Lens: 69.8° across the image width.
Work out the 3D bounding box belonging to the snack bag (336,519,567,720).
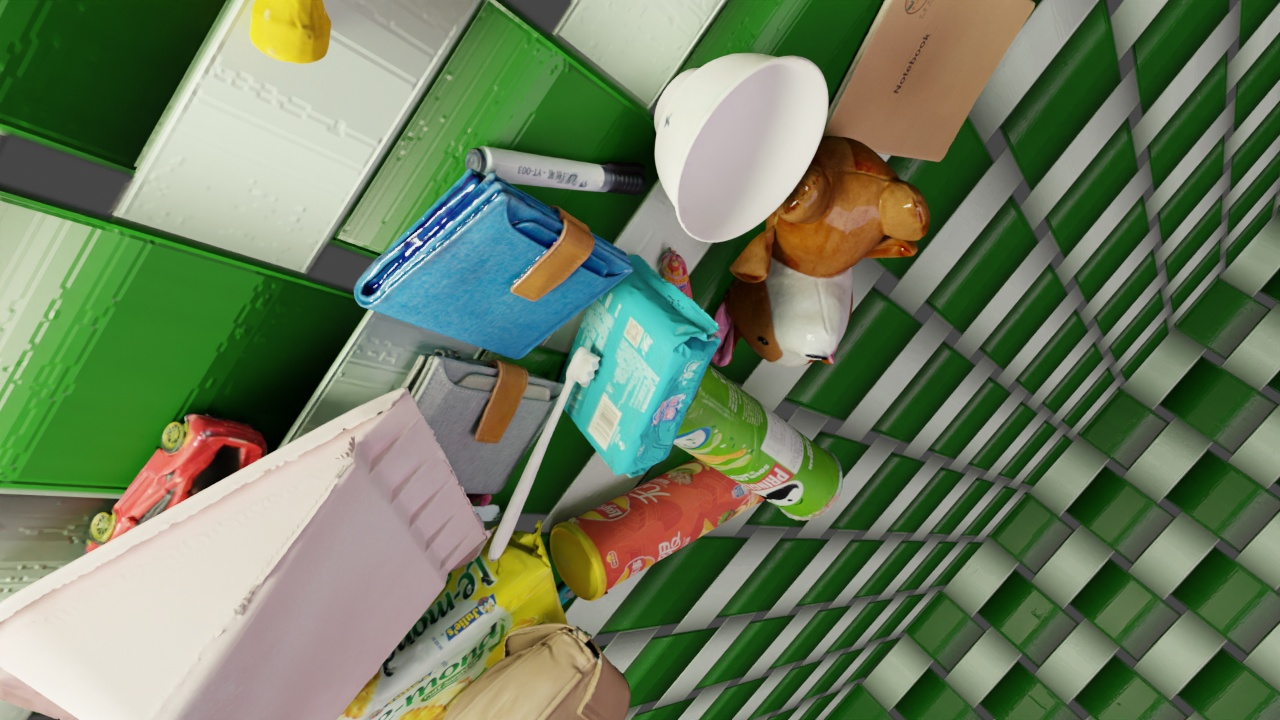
[{"bbox_3d":[-0.165,0.231,0.711,0.246,0.068,0.158,-36,153,-19],"label":"snack bag"}]

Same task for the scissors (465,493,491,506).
[{"bbox_3d":[-0.165,0.123,0.644,0.133,0.017,0.134,-31,150,-17],"label":"scissors"}]

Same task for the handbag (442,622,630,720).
[{"bbox_3d":[-0.084,0.280,0.719,0.147,0.100,0.205,-45,155,-16],"label":"handbag"}]

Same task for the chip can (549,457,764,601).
[{"bbox_3d":[0.023,0.141,0.838,0.216,0.073,0.073,-21,141,-36],"label":"chip can"}]

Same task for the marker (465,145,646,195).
[{"bbox_3d":[-0.043,-0.107,0.518,0.130,0.018,0.023,-5,115,-49],"label":"marker"}]

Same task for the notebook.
[{"bbox_3d":[0.225,-0.227,0.715,0.207,0.008,0.148,-8,132,-47],"label":"notebook"}]

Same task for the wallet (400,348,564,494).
[{"bbox_3d":[-0.111,0.045,0.594,0.107,0.037,0.129,-54,150,13],"label":"wallet"}]

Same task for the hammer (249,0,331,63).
[{"bbox_3d":[-0.026,-0.199,0.416,0.299,0.033,0.129,-15,139,-41],"label":"hammer"}]

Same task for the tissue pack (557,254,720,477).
[{"bbox_3d":[-0.004,0.004,0.622,0.050,0.093,0.134,-9,134,-40],"label":"tissue pack"}]

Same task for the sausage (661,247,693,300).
[{"bbox_3d":[0.033,-0.033,0.696,0.020,0.020,0.156,-38,148,-13],"label":"sausage"}]

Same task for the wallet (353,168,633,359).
[{"bbox_3d":[-0.076,-0.047,0.514,0.106,0.040,0.133,-36,154,18],"label":"wallet"}]

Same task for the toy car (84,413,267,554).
[{"bbox_3d":[-0.241,0.074,0.476,0.106,0.031,0.049,-47,148,6],"label":"toy car"}]

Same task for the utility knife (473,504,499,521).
[{"bbox_3d":[-0.177,0.106,0.580,0.218,0.018,0.034,4,126,-44],"label":"utility knife"}]

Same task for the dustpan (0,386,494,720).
[{"bbox_3d":[-0.236,0.132,0.528,0.272,0.139,0.223,-54,159,-27],"label":"dustpan"}]

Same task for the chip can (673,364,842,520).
[{"bbox_3d":[0.086,0.065,0.771,0.072,0.072,0.236,-50,134,6],"label":"chip can"}]

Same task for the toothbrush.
[{"bbox_3d":[-0.069,0.070,0.635,0.016,0.016,0.180,-12,132,-60],"label":"toothbrush"}]

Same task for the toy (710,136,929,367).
[{"bbox_3d":[0.129,-0.063,0.686,0.140,0.130,0.200,8,139,-15],"label":"toy"}]

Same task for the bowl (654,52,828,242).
[{"bbox_3d":[0.047,-0.137,0.546,0.118,0.065,0.118,-30,145,-24],"label":"bowl"}]

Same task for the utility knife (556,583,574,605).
[{"bbox_3d":[-0.049,0.201,0.878,0.176,0.013,0.029,-43,151,-6],"label":"utility knife"}]
